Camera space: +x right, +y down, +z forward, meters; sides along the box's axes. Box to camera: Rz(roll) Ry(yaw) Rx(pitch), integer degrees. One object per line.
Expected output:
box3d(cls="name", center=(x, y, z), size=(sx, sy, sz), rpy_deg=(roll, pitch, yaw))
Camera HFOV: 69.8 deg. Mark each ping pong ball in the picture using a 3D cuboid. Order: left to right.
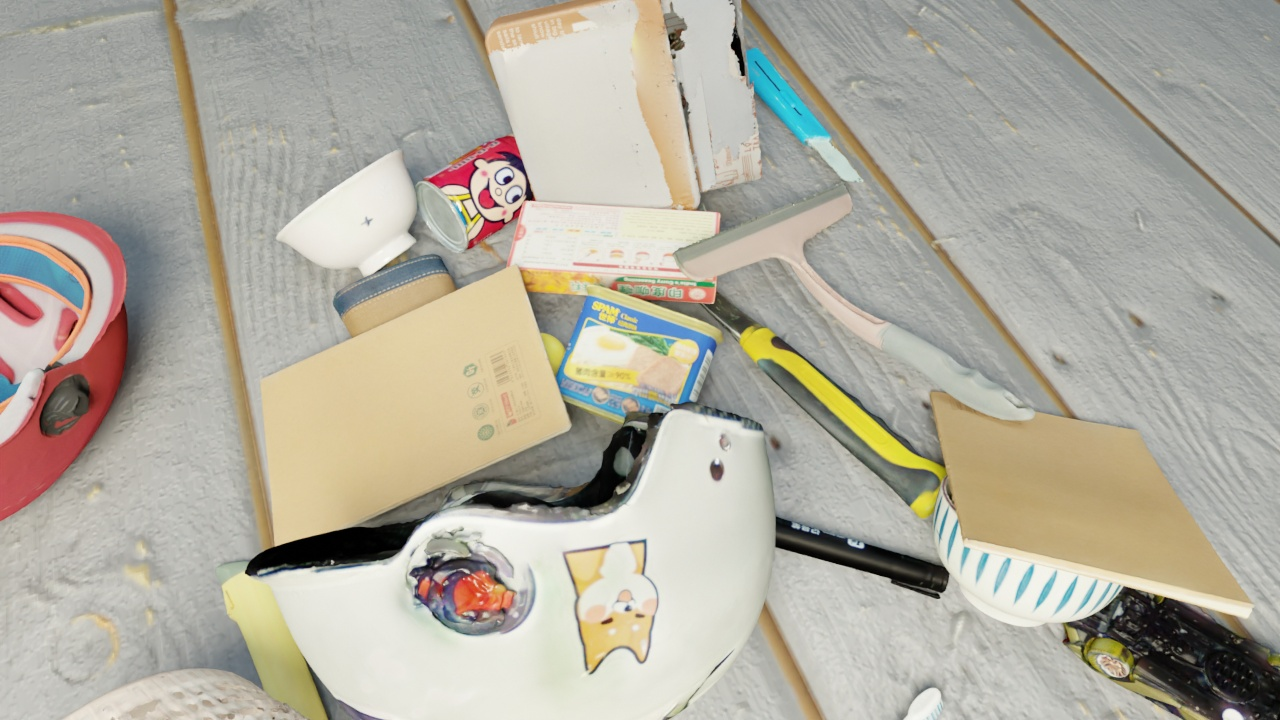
box3d(cls="ping pong ball", center=(-0.073, 0.000, 0.670), size=(0.040, 0.040, 0.040), rpy_deg=(1, 54, -2))

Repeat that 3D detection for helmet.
box3d(cls="helmet", center=(-0.437, 0.018, 0.582), size=(0.207, 0.144, 0.239), rpy_deg=(26, 43, 15))
box3d(cls="helmet", center=(-0.047, 0.127, 0.492), size=(0.273, 0.230, 0.157), rpy_deg=(-20, 88, -12))

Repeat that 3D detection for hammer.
box3d(cls="hammer", center=(0.096, -0.004, 0.687), size=(0.126, 0.032, 0.323), rpy_deg=(-34, 63, -24))

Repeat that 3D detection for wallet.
box3d(cls="wallet", center=(-0.169, -0.022, 0.688), size=(0.090, 0.033, 0.115), rpy_deg=(-26, 60, -16))

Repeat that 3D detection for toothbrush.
box3d(cls="toothbrush", center=(0.091, 0.251, 0.504), size=(0.220, 0.026, 0.027), rpy_deg=(-31, 27, -23))

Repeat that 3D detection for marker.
box3d(cls="marker", center=(0.134, 0.127, 0.602), size=(0.132, 0.020, 0.022), rpy_deg=(15, 84, 7))

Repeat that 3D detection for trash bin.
box3d(cls="trash bin", center=(-0.182, 0.249, 0.395), size=(0.192, 0.228, 0.226), rpy_deg=(28, 56, 31))

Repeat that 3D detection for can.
box3d(cls="can", center=(-0.128, -0.139, 0.752), size=(0.066, 0.067, 0.093), rpy_deg=(40, 61, 23))
box3d(cls="can", center=(-0.004, 0.004, 0.644), size=(0.102, 0.057, 0.083), rpy_deg=(20, 84, 12))

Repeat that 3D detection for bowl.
box3d(cls="bowl", center=(-0.214, -0.104, 0.716), size=(0.118, 0.118, 0.065), rpy_deg=(-44, 106, -28))
box3d(cls="bowl", center=(0.236, 0.121, 0.568), size=(0.116, 0.066, 0.116), rpy_deg=(9, 23, -4))

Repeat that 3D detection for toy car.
box3d(cls="toy car", center=(0.334, 0.187, 0.551), size=(0.158, 0.042, 0.070), rpy_deg=(32, 59, 24))

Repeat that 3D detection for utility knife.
box3d(cls="utility knife", center=(-0.205, 0.197, 0.535), size=(0.031, 0.021, 0.206), rpy_deg=(-28, 54, -16))
box3d(cls="utility knife", center=(0.146, -0.229, 0.858), size=(0.034, 0.018, 0.204), rpy_deg=(-18, 56, -19))

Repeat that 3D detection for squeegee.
box3d(cls="squeegee", center=(0.181, -0.028, 0.689), size=(0.249, 0.040, 0.246), rpy_deg=(41, 42, 21))

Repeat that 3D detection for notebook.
box3d(cls="notebook", center=(-0.160, 0.028, 0.624), size=(0.208, 0.008, 0.147), rpy_deg=(-24, 55, 3))
box3d(cls="notebook", center=(0.268, 0.077, 0.583), size=(0.149, 0.012, 0.211), rpy_deg=(12, 23, 7))

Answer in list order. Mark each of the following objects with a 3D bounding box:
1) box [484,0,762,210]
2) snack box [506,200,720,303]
box3d(cls="box", center=(-0.013, -0.216, 0.739), size=(0.193, 0.183, 0.156), rpy_deg=(-12, 35, 1))
box3d(cls="snack box", center=(-0.018, -0.084, 0.702), size=(0.156, 0.027, 0.076), rpy_deg=(4, 51, 4))
